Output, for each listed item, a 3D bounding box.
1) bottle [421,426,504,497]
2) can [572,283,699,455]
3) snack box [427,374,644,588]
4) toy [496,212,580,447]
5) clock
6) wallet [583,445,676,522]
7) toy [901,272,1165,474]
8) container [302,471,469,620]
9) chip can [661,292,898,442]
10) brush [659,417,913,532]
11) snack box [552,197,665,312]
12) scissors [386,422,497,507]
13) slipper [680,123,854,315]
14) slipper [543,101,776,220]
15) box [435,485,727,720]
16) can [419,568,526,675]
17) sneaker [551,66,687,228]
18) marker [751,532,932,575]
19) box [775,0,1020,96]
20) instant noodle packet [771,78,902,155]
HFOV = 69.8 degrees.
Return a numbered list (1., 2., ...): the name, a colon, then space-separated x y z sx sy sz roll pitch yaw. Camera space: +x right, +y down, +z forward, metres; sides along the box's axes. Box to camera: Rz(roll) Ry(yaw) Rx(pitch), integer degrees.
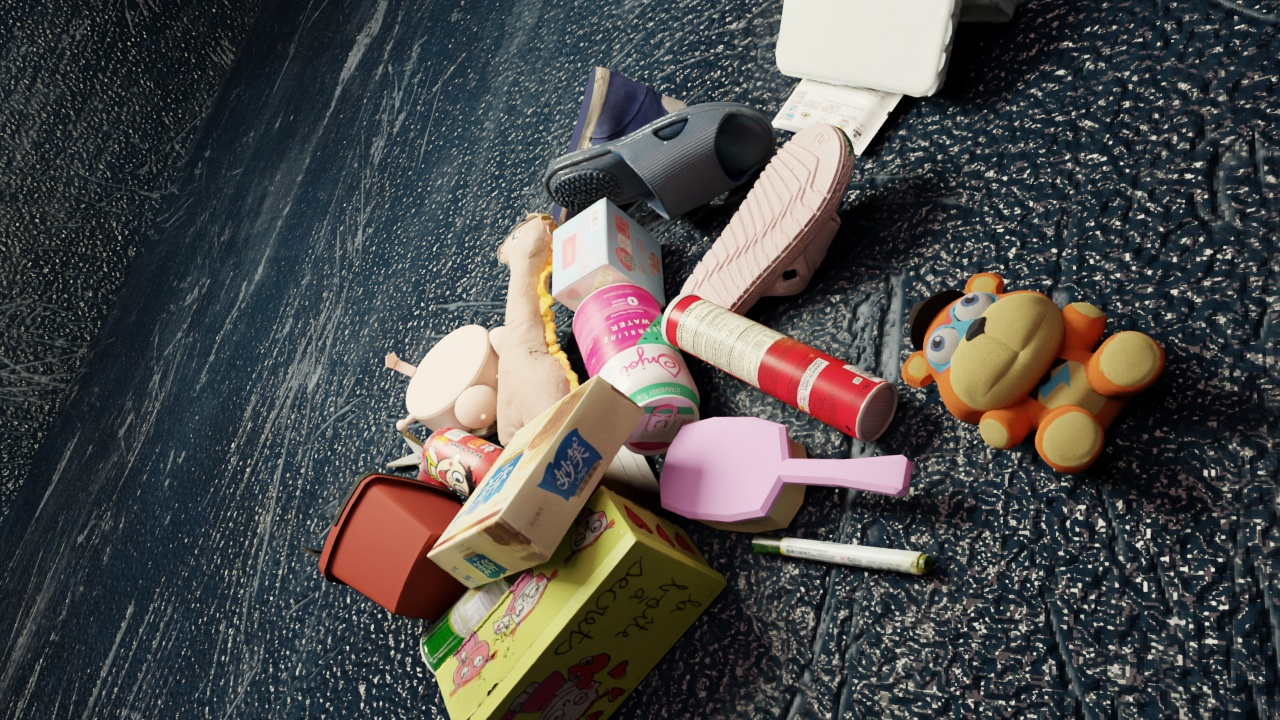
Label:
1. bottle: -0.166 0.118 0.971 0.138 0.062 0.062 18 77 34
2. can: -0.005 0.005 0.868 0.088 0.088 0.165 -41 42 17
3. snack box: -0.096 0.110 0.795 0.153 0.055 0.208 -56 11 -31
4. toy: -0.096 -0.034 0.975 0.196 0.065 0.264 -2 77 41
5. clock: -0.215 0.018 1.067 0.161 0.086 0.130 -2 54 36
6. wallet: -0.021 0.130 0.858 0.092 0.018 0.115 -42 44 15
7. toy: 0.254 0.003 0.621 0.112 0.096 0.176 -55 29 2
8. container: -0.254 0.183 0.945 0.201 0.148 0.127 23 88 38
9. chip can: 0.109 0.001 0.762 0.215 0.051 0.052 29 86 41
10. brush: 0.114 0.092 0.727 0.229 0.043 0.089 -4 62 43
11. snack box: -0.034 -0.096 0.959 0.080 0.094 0.092 -28 48 30
12. scissors: -0.232 0.115 1.076 0.179 0.015 0.196 -42 43 16
13. slipper: 0.122 -0.102 0.836 0.240 0.064 0.094 -51 39 33
14. slipper: 0.014 -0.183 0.945 0.264 0.101 0.082 -10 56 28
15. box: -0.049 0.220 0.746 0.221 0.124 0.083 -47 41 8
16. can: -0.145 0.246 0.864 0.121 0.067 0.067 -46 41 11
17. sneaker: -0.023 -0.221 1.064 0.091 0.118 0.234 -94 19 -45
18. marker: 0.146 0.144 0.683 0.147 0.017 0.017 -2 63 44
19. box: 0.235 -0.317 0.858 0.211 0.105 0.130 34 121 47
20. instant noodle packet: 0.192 -0.250 0.891 0.087 0.026 0.134 -55 40 2
